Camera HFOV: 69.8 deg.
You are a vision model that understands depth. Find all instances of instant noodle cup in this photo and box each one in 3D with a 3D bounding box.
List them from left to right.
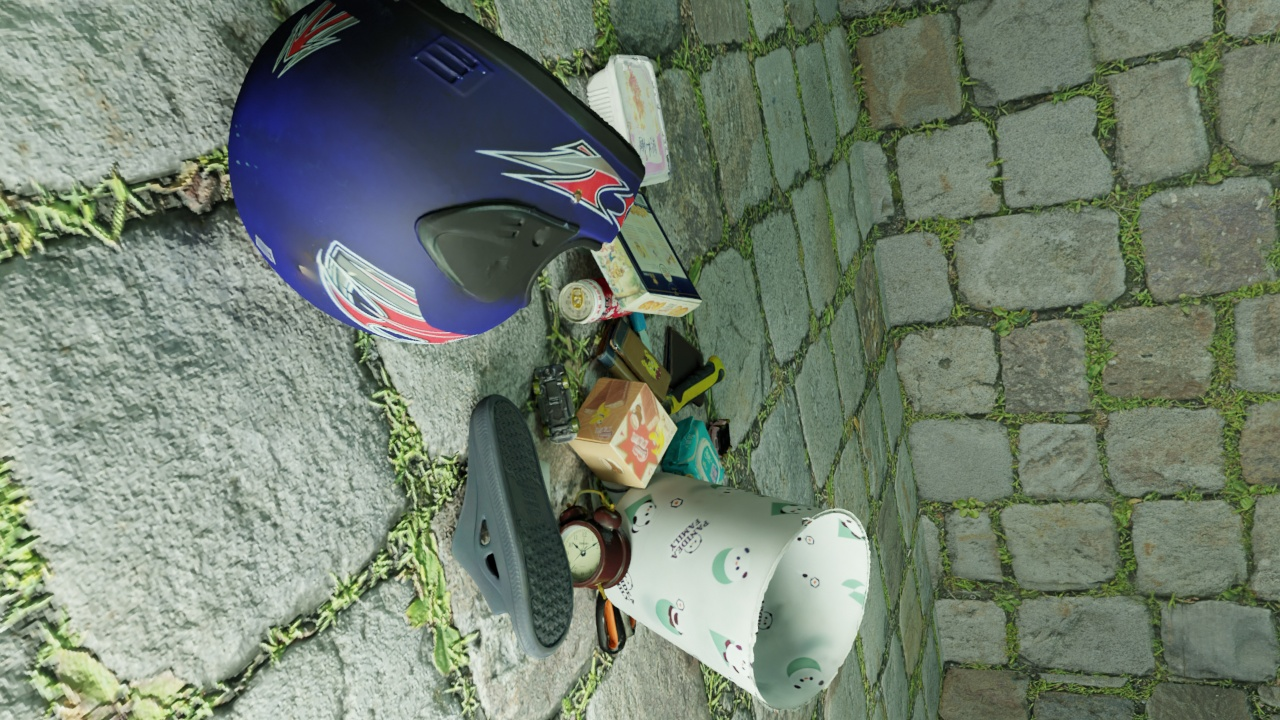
[{"bbox_3d":[-0.019,-0.325,1.260,0.137,0.060,0.173,-33,116,-62],"label":"instant noodle cup"}]

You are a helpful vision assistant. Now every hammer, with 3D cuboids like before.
[{"bbox_3d":[0.046,0.063,1.324,0.322,0.032,0.126,-30,114,-57],"label":"hammer"}]

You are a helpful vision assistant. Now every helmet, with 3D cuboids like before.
[{"bbox_3d":[-0.160,-0.131,0.716,0.240,0.247,0.315,-55,146,7],"label":"helmet"}]

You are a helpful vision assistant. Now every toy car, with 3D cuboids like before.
[{"bbox_3d":[-0.095,0.050,1.048,0.035,0.042,0.090,-18,96,-83],"label":"toy car"},{"bbox_3d":[0.129,0.128,1.509,0.122,0.037,0.056,-18,105,-77],"label":"toy car"}]

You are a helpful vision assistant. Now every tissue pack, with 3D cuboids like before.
[{"bbox_3d":[0.081,0.158,1.384,0.133,0.050,0.093,63,34,-37],"label":"tissue pack"}]

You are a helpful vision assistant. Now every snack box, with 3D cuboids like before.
[{"bbox_3d":[-0.023,0.088,1.119,0.094,0.077,0.093,-59,134,-28],"label":"snack box"},{"bbox_3d":[-0.009,-0.146,1.185,0.182,0.046,0.177,63,22,12],"label":"snack box"}]

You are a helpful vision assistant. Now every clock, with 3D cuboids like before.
[{"bbox_3d":[-0.057,0.209,1.053,0.055,0.082,0.122,16,73,-56],"label":"clock"}]

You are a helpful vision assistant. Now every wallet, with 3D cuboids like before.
[{"bbox_3d":[-0.007,0.007,1.205,0.115,0.033,0.090,50,29,-21],"label":"wallet"},{"bbox_3d":[0.069,0.010,1.425,0.122,0.020,0.096,37,49,-56],"label":"wallet"}]

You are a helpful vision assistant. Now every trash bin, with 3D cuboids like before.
[{"bbox_3d":[0.100,0.250,1.078,0.229,0.252,0.230,-15,111,-44],"label":"trash bin"}]

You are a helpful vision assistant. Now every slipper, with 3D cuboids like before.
[{"bbox_3d":[-0.137,0.167,0.913,0.110,0.083,0.267,34,36,-61],"label":"slipper"}]

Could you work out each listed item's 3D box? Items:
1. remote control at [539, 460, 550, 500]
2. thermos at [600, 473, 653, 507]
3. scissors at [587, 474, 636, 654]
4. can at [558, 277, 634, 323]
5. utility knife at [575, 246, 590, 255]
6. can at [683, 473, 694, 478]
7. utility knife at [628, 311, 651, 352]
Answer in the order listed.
[{"bbox_3d":[-0.119,0.183,0.996,0.058,0.021,0.150,9,77,-63],"label":"remote control"},{"bbox_3d":[0.017,0.223,1.223,0.073,0.073,0.224,-66,142,-45],"label":"thermos"},{"bbox_3d":[-0.045,0.257,1.136,0.142,0.022,0.235,-61,138,-49],"label":"scissors"},{"bbox_3d":[-0.049,-0.078,1.154,0.132,0.053,0.053,-17,101,-64],"label":"can"},{"bbox_3d":[-0.113,-0.169,1.086,0.223,0.013,0.029,30,59,-60],"label":"utility knife"},{"bbox_3d":[0.063,0.231,1.334,0.074,0.049,0.148,-58,136,-52],"label":"can"},{"bbox_3d":[-0.011,-0.082,1.278,0.034,0.018,0.194,-59,138,-52],"label":"utility knife"}]
